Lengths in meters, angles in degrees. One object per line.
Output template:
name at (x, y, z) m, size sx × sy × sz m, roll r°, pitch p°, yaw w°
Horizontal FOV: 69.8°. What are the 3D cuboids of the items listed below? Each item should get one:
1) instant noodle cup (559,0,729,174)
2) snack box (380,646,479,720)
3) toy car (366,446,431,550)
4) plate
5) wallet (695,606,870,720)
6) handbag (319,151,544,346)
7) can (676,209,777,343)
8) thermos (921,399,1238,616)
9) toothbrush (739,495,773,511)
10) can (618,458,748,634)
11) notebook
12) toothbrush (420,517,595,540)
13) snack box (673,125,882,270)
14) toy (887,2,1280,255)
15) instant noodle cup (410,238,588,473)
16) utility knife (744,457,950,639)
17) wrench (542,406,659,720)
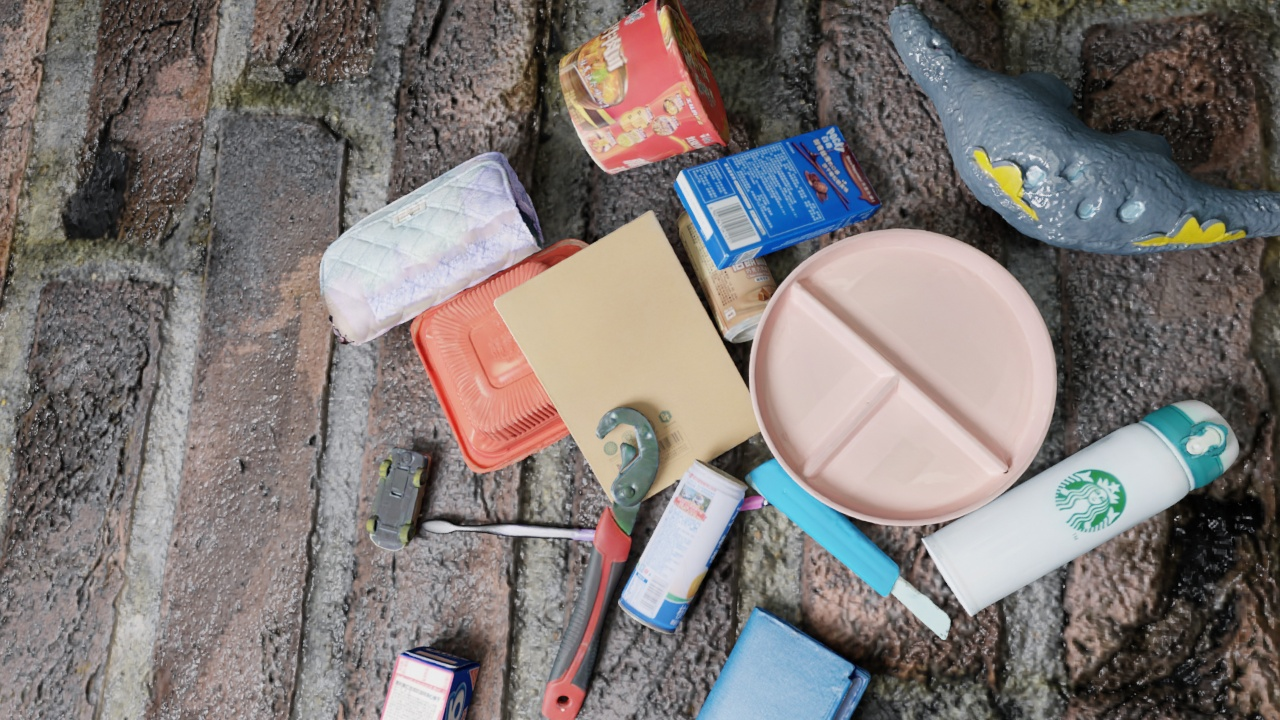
instant noodle cup at (0.003, -0.229, 0.789) m, size 0.109 × 0.137 × 0.138 m, roll -20°, pitch 76°, yaw 18°
snack box at (-0.194, 0.350, 0.770) m, size 0.058 × 0.057 × 0.207 m, roll 12°, pitch 84°, yaw 17°
toy car at (-0.214, 0.125, 0.824) m, size 0.042 × 0.035 × 0.090 m, roll 11°, pitch 84°, yaw 16°
plate at (0.200, 0.012, 0.713) m, size 0.229 × 0.028 × 0.229 m, roll -1°, pitch 83°, yaw 8°
wallet at (0.106, 0.277, 0.720) m, size 0.106 × 0.040 × 0.133 m, roll 27°, pitch 89°, yaw 27°
handbag at (-0.187, -0.102, 0.810) m, size 0.194 × 0.075 × 0.134 m, roll -29°, pitch 41°, yaw 6°
can at (0.077, -0.077, 0.777) m, size 0.058 × 0.058 × 0.116 m, roll -24°, pitch 76°, yaw 8°
thermos at (0.325, 0.106, 0.680) m, size 0.224 × 0.073 × 0.073 m, roll -31°, pitch 75°, yaw 7°
toothbrush at (0.151, 0.105, 0.751) m, size 0.189 × 0.017 × 0.014 m, roll -13°, pitch 80°, yaw 12°
can at (0.035, 0.150, 0.748) m, size 0.053 × 0.053 × 0.134 m, roll 28°, pitch 91°, yaw 16°
notebook at (-0.004, 0.004, 0.750) m, size 0.148 × 0.008 × 0.207 m, roll -30°, pitch 102°, yaw -3°
toothbrush at (-0.103, 0.149, 0.808) m, size 0.189 × 0.016 × 0.014 m, roll 1°, pitch 92°, yaw 11°
snack box at (0.114, -0.137, 0.760) m, size 0.157 × 0.026 × 0.084 m, roll -20°, pitch 75°, yaw -20°
toy at (0.327, -0.162, 0.717) m, size 0.356 × 0.091 × 0.137 m, roll 36°, pitch 78°, yaw 14°
instant noodle cup at (-0.101, -0.008, 0.798) m, size 0.189 × 0.079 × 0.164 m, roll -28°, pitch 80°, yaw 2°
utility knife at (0.168, 0.149, 0.733) m, size 0.199 × 0.018 × 0.034 m, roll 42°, pitch 102°, yaw 10°
wrench at (-0.034, 0.172, 0.758) m, size 0.056 × 0.016 × 0.273 m, roll 12°, pitch 96°, yaw -10°
